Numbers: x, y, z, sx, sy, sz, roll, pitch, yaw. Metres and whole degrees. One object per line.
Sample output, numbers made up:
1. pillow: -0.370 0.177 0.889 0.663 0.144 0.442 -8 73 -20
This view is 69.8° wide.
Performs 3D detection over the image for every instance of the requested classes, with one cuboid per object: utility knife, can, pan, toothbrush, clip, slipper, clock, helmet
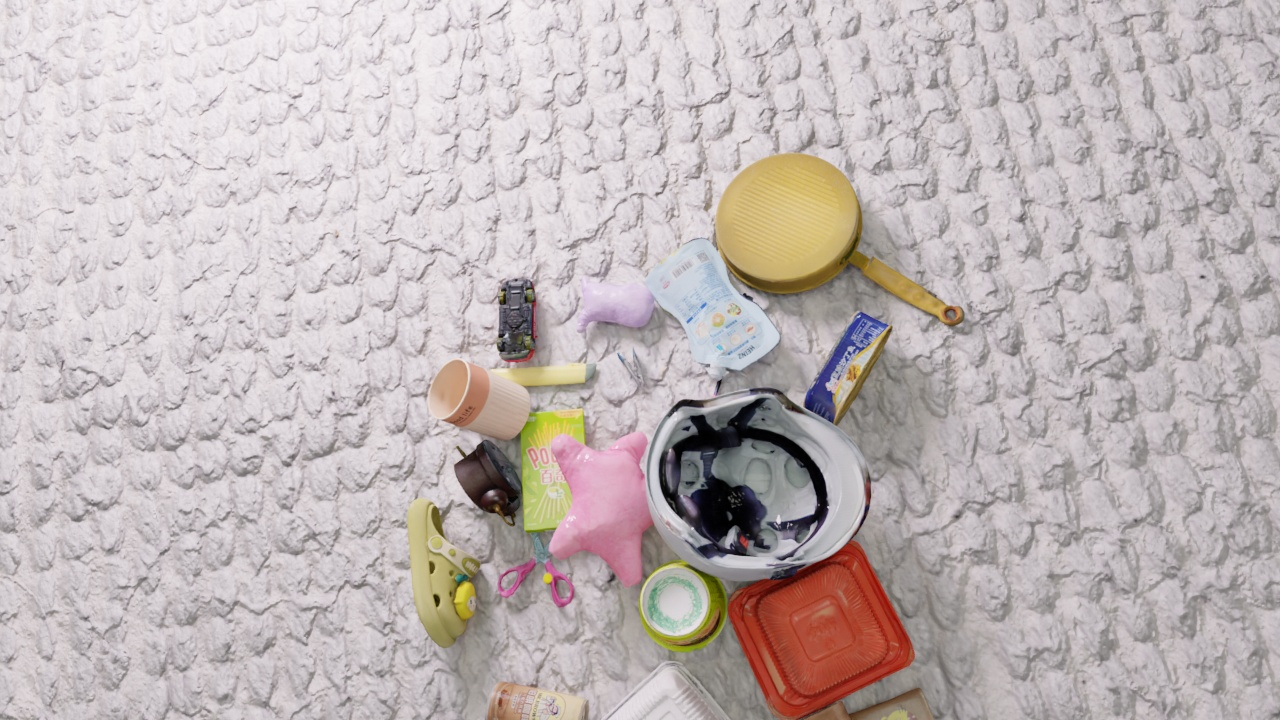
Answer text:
1. utility knife: -0.153 0.019 1.246 0.188 0.020 0.031 -1 69 2
2. can: -0.124 0.425 1.102 0.116 0.058 0.058 7 75 10
3. can: 0.262 0.009 1.161 0.049 0.074 0.148 29 79 19
4. pan: 0.265 -0.145 1.221 0.357 0.078 0.197 30 83 22
5. toothbrush: 0.117 -0.002 1.217 0.018 0.014 0.189 17 77 3
6. clip: -0.008 0.011 1.226 0.045 0.027 0.058 -22 72 -7
7. slipper: -0.244 0.260 1.154 0.081 0.092 0.190 -15 69 1
8. clock: -0.191 0.159 1.178 0.055 0.082 0.122 -34 71 2
9. helmet: 0.126 0.162 1.093 0.258 0.146 0.228 -1 61 -12

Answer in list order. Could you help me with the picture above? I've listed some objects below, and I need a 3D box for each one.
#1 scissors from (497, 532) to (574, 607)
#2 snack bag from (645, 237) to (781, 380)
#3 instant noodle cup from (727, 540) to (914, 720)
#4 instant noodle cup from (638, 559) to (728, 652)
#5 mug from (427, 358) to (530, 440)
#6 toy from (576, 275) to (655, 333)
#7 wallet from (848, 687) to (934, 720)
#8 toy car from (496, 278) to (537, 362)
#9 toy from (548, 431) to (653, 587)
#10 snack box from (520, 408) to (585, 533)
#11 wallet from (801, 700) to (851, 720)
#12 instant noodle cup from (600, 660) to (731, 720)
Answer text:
1. scissors: -0.133 0.258 1.176 0.131 0.017 0.133 -22 67 0
2. snack bag: 0.093 -0.067 1.217 0.110 0.039 0.191 -34 68 2
3. instant noodle cup: 0.209 0.315 1.076 0.189 0.079 0.164 -27 73 0
4. instant noodle cup: 0.045 0.287 1.083 0.112 0.123 0.111 -2 74 7
5. mug: -0.218 0.055 1.196 0.115 0.105 0.081 -11 63 42
6. toy: -0.034 -0.074 1.246 0.108 0.039 0.083 5 75 10
7. wallet: 0.287 0.439 1.054 0.115 0.033 0.090 -20 71 -2
8. toy car: -0.167 -0.053 1.256 0.053 0.045 0.120 -3 68 9
9. toy: -0.027 0.183 1.139 0.178 0.075 0.194 3 71 -18
10. snack box: -0.111 0.143 1.195 0.086 0.026 0.156 -5 71 1
11. wallet: 0.204 0.458 1.042 0.115 0.020 0.101 -35 64 23
12. instant noodle cup: 0.044 0.456 1.069 0.138 0.060 0.173 -41 74 -5
